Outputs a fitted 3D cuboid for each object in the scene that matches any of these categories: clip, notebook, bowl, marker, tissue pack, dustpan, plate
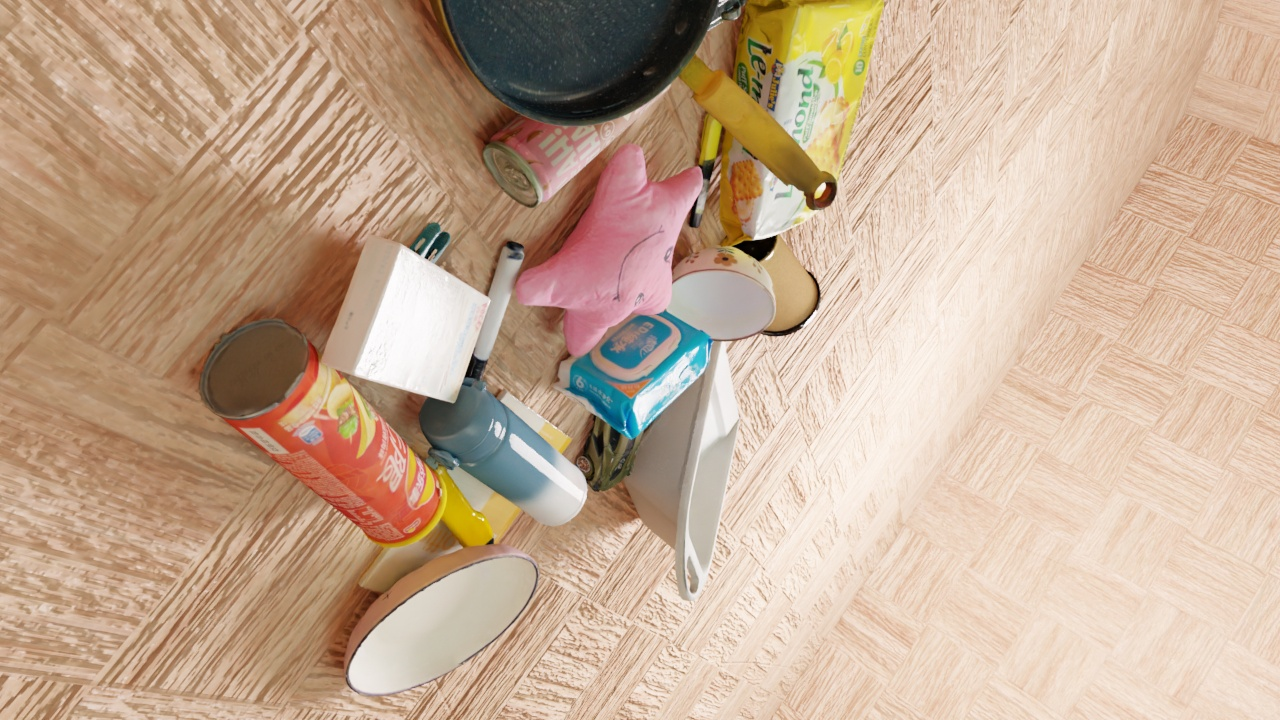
[{"bbox_3d":[-0.154,-0.071,0.638,0.057,0.014,0.046,-55,153,-9],"label":"clip"},{"bbox_3d":[-0.154,0.134,0.848,0.206,0.010,0.146,-54,151,-6],"label":"notebook"},{"bbox_3d":[0.080,-0.076,0.926,0.113,0.113,0.062,75,19,-54],"label":"bowl"},{"bbox_3d":[0.060,-0.178,0.869,0.018,0.015,0.124,-33,146,-37],"label":"marker"},{"bbox_3d":[-0.119,-0.033,0.727,0.022,0.018,0.131,-29,144,-63],"label":"marker"},{"bbox_3d":[-0.005,0.005,0.868,0.139,0.090,0.063,-41,146,-29],"label":"tissue pack"},{"bbox_3d":[0.082,0.145,1.098,0.257,0.143,0.223,-46,150,-17],"label":"dustpan"},{"bbox_3d":[-0.184,0.230,0.839,0.192,0.039,0.193,-29,148,-20],"label":"plate"}]

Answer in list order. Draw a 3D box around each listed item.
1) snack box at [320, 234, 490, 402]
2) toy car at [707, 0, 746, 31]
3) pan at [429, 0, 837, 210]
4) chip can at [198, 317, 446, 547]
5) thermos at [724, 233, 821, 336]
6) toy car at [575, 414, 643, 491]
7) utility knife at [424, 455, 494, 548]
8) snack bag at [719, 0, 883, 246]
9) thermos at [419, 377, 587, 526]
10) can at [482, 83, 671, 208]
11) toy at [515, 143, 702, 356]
[{"bbox_3d":[-0.152,-0.022,0.619,0.157,0.027,0.084,39,69,-77],"label":"snack box"},{"bbox_3d":[0.036,-0.276,0.709,0.120,0.037,0.054,-39,149,-12],"label":"toy car"},{"bbox_3d":[0.021,-0.205,0.601,0.198,0.078,0.357,-52,135,6],"label":"pan"},{"bbox_3d":[-0.206,0.059,0.626,0.073,0.073,0.217,-49,151,-16],"label":"chip can"},{"bbox_3d":[0.142,-0.092,1.015,0.093,0.093,0.143,-52,143,-9],"label":"thermos"},{"bbox_3d":[-0.023,0.068,0.959,0.070,0.042,0.158,-23,134,-48],"label":"toy car"},{"bbox_3d":[-0.161,0.129,0.802,0.033,0.015,0.173,-44,149,-20],"label":"utility knife"},{"bbox_3d":[0.143,-0.237,0.871,0.157,0.068,0.247,-27,135,-42],"label":"snack bag"},{"bbox_3d":[-0.113,0.083,0.782,0.070,0.070,0.220,-53,150,-9],"label":"thermos"},{"bbox_3d":[-0.043,-0.176,0.659,0.147,0.058,0.058,-47,150,-20],"label":"can"},{"bbox_3d":[-0.010,-0.091,0.778,0.194,0.074,0.178,-53,148,-4],"label":"toy"}]
